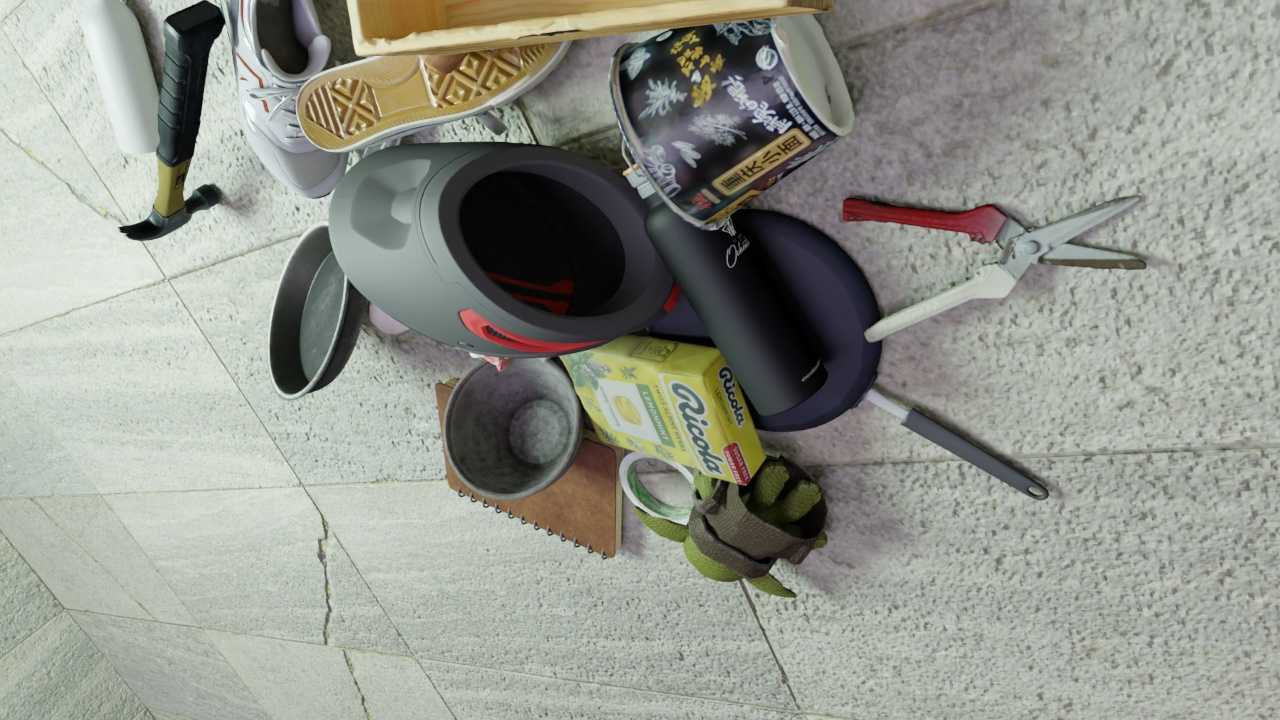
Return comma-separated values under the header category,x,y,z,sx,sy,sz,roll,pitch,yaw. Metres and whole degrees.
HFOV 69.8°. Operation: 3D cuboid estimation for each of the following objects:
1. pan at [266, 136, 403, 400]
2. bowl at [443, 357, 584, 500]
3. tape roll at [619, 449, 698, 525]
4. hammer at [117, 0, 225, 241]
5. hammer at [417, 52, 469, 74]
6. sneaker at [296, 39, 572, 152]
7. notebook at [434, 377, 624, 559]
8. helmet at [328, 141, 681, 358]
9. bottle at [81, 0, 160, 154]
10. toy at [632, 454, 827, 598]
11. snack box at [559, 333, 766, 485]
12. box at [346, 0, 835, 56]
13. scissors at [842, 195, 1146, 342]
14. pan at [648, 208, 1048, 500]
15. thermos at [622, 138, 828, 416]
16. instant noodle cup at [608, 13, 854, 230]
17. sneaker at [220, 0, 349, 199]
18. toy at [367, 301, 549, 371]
category,x,y,z,sx,sy,sz,roll,pitch,yaw
pan,-0.289,-0.108,0.896,0.358,0.055,0.187,-49,48,28
bowl,-0.113,0.066,0.898,0.145,0.067,0.144,-4,77,19
tape roll,0.024,0.122,0.906,0.094,0.018,0.094,18,130,22
hammer,-0.439,-0.211,0.869,0.025,0.117,0.334,45,143,-4
hammer,-0.042,-0.285,0.588,0.302,0.037,0.158,-31,102,30
sneaker,-0.153,-0.228,0.723,0.241,0.087,0.118,-17,100,18
notebook,-0.121,0.119,0.997,0.226,0.024,0.168,19,129,22
helmet,-0.114,-0.084,0.735,0.264,0.164,0.170,17,166,-20
bottle,-0.532,-0.312,0.936,0.052,0.052,0.196,21,131,20
toy,0.098,0.146,0.831,0.179,0.078,0.153,30,135,-10
snack box,0.011,0.036,0.794,0.181,0.045,0.121,12,136,42
box,-0.076,-0.293,0.423,0.280,0.262,0.270,4,107,29
scissors,0.222,-0.069,0.628,0.195,0.015,0.180,35,124,13
pan,0.160,0.015,0.728,0.356,0.021,0.199,31,130,8
thermos,0.055,-0.069,0.678,0.061,0.061,0.231,-23,105,42
instant noodle cup,0.066,-0.169,0.594,0.112,0.137,0.137,-23,108,31
sneaker,-0.298,-0.242,0.776,0.124,0.088,0.240,36,142,52
toy,-0.168,-0.056,0.859,0.194,0.084,0.159,27,121,12
